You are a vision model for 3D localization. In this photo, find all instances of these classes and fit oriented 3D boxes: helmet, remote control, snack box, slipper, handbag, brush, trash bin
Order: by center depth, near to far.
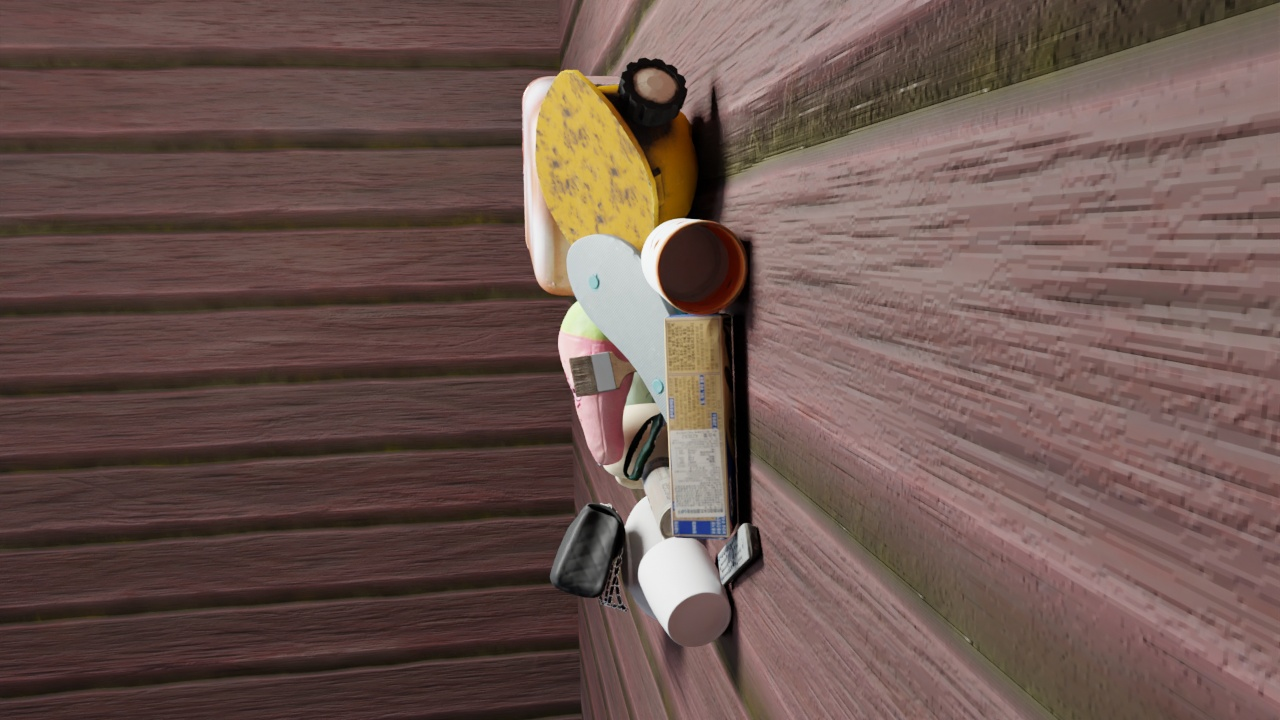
[{"bbox_3d":[0.057,0.060,0.855,0.057,0.056,0.207,-19,-73,-76],"label":"snack box"},{"bbox_3d":[0.090,0.184,0.863,0.137,0.013,0.033,107,160,-65],"label":"remote control"},{"bbox_3d":[0.019,-0.031,0.946,0.268,0.054,0.098,55,130,20],"label":"slipper"},{"bbox_3d":[-0.007,-0.216,1.000,0.205,0.131,0.256,53,155,14],"label":"helmet"},{"bbox_3d":[-0.006,0.006,1.019,0.008,0.143,0.045,116,142,-74],"label":"brush"},{"bbox_3d":[-0.058,-0.222,1.199,0.157,0.181,0.260,-109,19,-59],"label":"trash bin"},{"bbox_3d":[-0.053,0.262,1.242,0.154,0.115,0.125,106,-176,-74],"label":"handbag"}]

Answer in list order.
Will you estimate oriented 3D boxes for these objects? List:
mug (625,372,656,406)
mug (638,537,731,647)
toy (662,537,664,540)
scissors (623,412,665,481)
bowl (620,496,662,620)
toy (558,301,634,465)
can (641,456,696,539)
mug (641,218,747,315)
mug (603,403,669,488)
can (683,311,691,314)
[{"bbox_3d":[-0.017,0.044,1.259,0.111,0.084,0.104,-30,-40,-53],"label":"mug"},{"bbox_3d":[0.056,0.252,0.954,0.114,0.081,0.087,57,180,-28],"label":"mug"},{"bbox_3d":[0.046,0.255,1.112,0.123,0.038,0.079,101,152,-56],"label":"toy"},{"bbox_3d":[0.030,0.099,1.059,0.204,0.015,0.201,-60,29,36],"label":"scissors"},{"bbox_3d":[0.008,0.272,1.269,0.177,0.066,0.176,176,91,-82],"label":"bowl"},{"bbox_3d":[-0.050,0.011,1.110,0.192,0.097,0.237,-91,-1,-83],"label":"toy"},{"bbox_3d":[0.036,0.163,1.087,0.135,0.054,0.054,-116,25,-70],"label":"can"},{"bbox_3d":[0.047,-0.089,0.845,0.105,0.082,0.082,-125,34,-77],"label":"mug"},{"bbox_3d":[-0.006,0.117,1.200,0.096,0.099,0.120,-109,18,-63],"label":"mug"},{"bbox_3d":[0.041,-0.032,0.993,0.054,0.054,0.137,172,96,-82],"label":"can"}]
